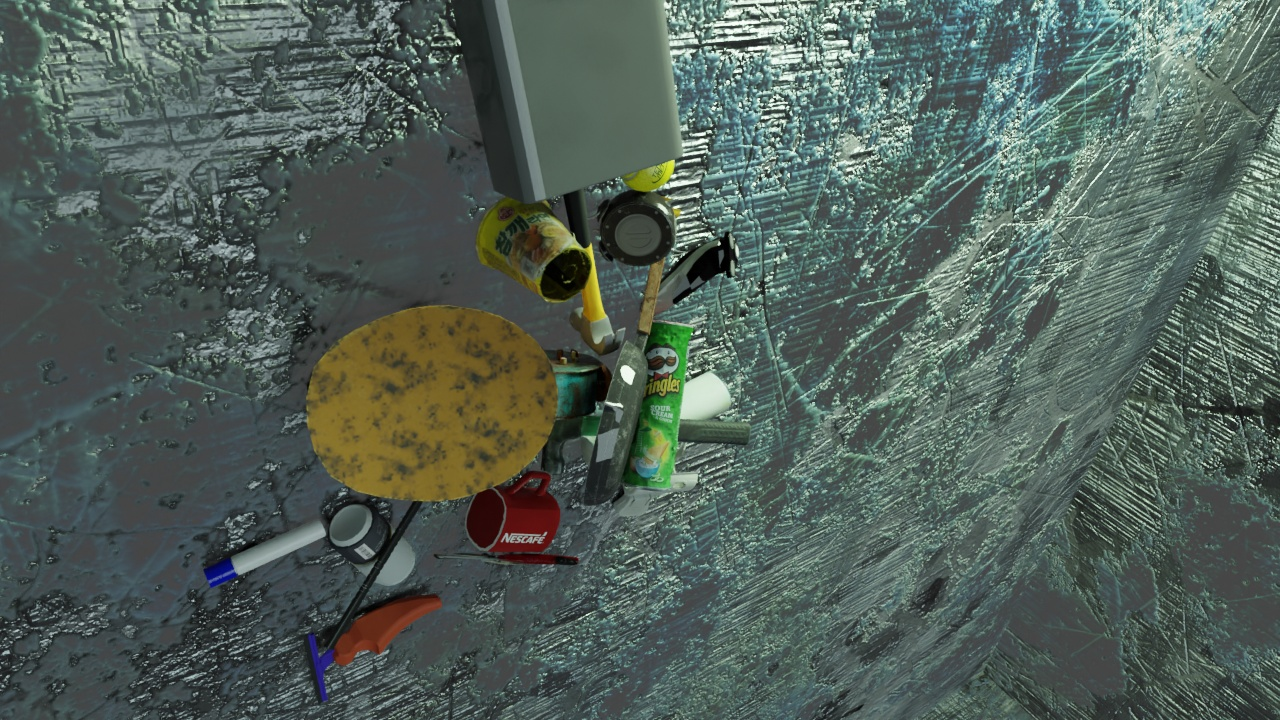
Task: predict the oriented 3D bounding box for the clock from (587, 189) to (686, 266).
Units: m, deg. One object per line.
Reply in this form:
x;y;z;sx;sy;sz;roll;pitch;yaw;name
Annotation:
-0.008;-0.159;1.093;0.123;0.043;0.091;0;125;3;clock

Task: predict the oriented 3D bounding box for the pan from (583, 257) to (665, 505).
-0.007;0.007;1.113;0.208;0.040;0.356;93;13;-75;pan

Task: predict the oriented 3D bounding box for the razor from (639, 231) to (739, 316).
0.063;-0.109;1.211;0.156;0.060;0.057;-29;153;8;razor

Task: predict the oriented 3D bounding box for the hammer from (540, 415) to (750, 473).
0.017;0.094;1.268;0.318;0.032;0.130;6;91;-29;hammer

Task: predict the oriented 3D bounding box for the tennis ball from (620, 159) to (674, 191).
0.005;-0.226;1.049;0.065;0.065;0.065;-24;135;-26;tennis ball

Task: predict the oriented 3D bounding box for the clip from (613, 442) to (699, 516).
0.018;0.187;1.394;0.126;0.110;0.151;3;109;-40;clip

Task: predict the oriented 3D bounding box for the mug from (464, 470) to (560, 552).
-0.166;0.200;1.237;0.096;0.080;0.116;13;106;-47;mug

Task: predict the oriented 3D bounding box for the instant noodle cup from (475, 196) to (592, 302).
-0.112;-0.117;1.000;0.102;0.108;0.102;-26;137;-27;instant noodle cup

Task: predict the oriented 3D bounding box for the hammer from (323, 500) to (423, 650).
-0.280;0.199;1.104;0.324;0.015;0.095;-60;145;-14;hammer

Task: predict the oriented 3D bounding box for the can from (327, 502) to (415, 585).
-0.326;0.229;1.128;0.064;0.064;0.127;-38;140;-11;can

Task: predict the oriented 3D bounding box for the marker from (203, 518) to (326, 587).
-0.432;0.222;1.060;0.133;0.023;0.027;-23;156;-26;marker

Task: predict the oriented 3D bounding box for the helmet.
-0.227;0.039;1.004;0.255;0.131;0.205;-7;99;-15;helmet

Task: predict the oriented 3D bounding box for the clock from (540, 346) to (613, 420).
-0.097;0.019;1.116;0.157;0.121;0.073;-12;109;-52;clock

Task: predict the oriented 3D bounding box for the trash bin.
-0.067;-0.284;0.868;0.191;0.098;0.220;-22;119;-24;trash bin

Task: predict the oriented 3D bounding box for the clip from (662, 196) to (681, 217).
0.020;-0.179;1.132;0.054;0.046;0.048;0;96;-44;clip

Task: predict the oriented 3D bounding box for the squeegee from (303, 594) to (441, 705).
-0.352;0.360;1.220;0.184;0.055;0.250;-22;151;-28;squeegee

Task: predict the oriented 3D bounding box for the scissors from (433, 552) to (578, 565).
-0.185;0.278;1.285;0.199;0.015;0.179;3;166;-4;scissors

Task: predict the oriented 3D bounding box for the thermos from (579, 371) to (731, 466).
0.023;0.091;1.326;0.229;0.068;0.068;-25;135;-24;thermos

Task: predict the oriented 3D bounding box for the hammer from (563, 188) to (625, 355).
-0.068;-0.145;1.030;0.029;0.127;0.324;-21;127;-17;hammer

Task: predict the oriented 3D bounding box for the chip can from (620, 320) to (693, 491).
0.020;0.059;1.207;0.075;0.076;0.223;7;91;-45;chip can
